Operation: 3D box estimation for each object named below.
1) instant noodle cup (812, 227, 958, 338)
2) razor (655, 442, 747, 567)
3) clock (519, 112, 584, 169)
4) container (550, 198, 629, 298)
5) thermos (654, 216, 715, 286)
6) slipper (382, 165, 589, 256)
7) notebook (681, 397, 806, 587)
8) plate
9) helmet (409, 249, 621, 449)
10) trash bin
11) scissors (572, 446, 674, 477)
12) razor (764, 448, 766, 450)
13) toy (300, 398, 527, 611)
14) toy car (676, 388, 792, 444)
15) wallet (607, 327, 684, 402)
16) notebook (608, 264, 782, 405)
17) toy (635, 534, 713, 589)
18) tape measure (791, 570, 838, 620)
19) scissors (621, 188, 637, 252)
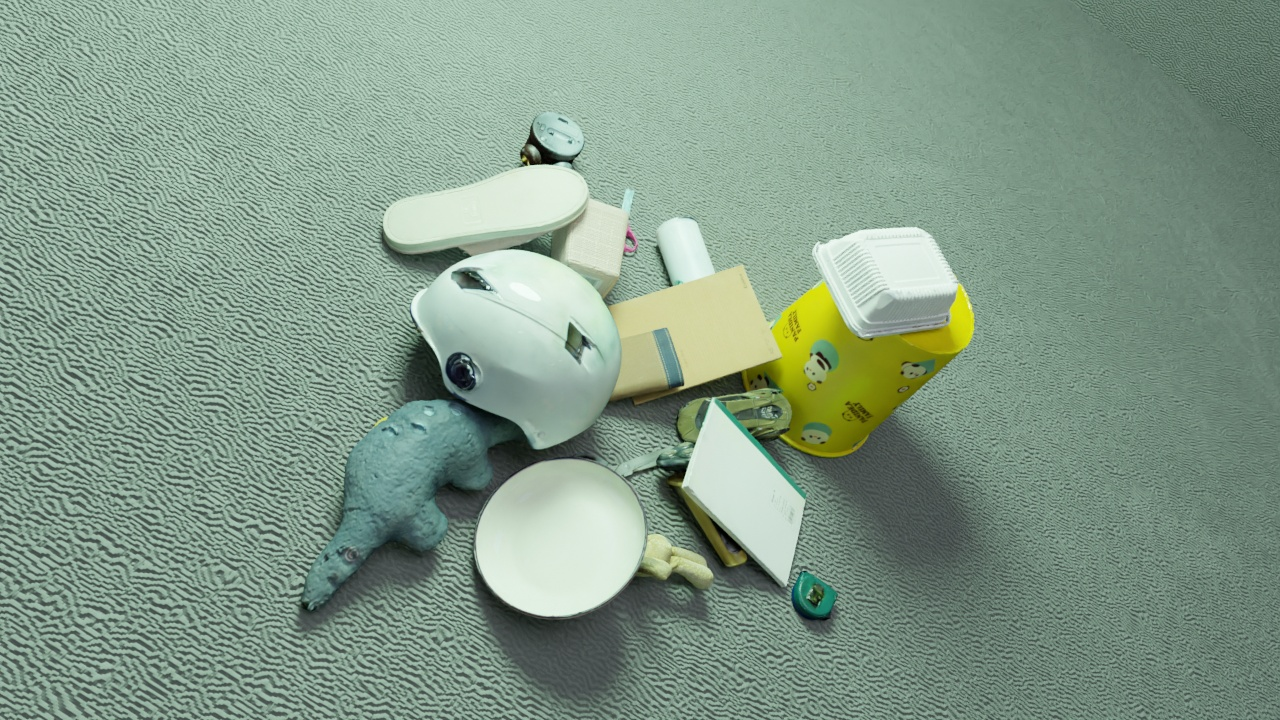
[{"bbox_3d":[0.308,-0.105,1.114,0.173,0.061,0.138,-7,64,-33],"label":"instant noodle cup"},{"bbox_3d":[0.082,0.180,1.144,0.062,0.068,0.167,-22,79,-36],"label":"razor"},{"bbox_3d":[-0.132,-0.309,1.347,0.082,0.055,0.121,23,53,-14],"label":"clock"},{"bbox_3d":[-0.073,-0.148,1.255,0.090,0.090,0.110,16,57,-19],"label":"container"},{"bbox_3d":[0.081,-0.097,1.318,0.073,0.073,0.224,-3,62,-30],"label":"thermos"},{"bbox_3d":[-0.200,-0.190,1.207,0.274,0.054,0.114,-15,63,-12],"label":"slipper"},{"bbox_3d":[0.138,0.166,1.163,0.209,0.012,0.150,46,43,-23],"label":"notebook"},{"bbox_3d":[-0.087,0.199,1.018,0.192,0.039,0.192,-2,55,3],"label":"plate"},{"bbox_3d":[-0.125,-0.040,1.071,0.258,0.146,0.228,43,27,0],"label":"helmet"},{"bbox_3d":[0.300,-0.023,1.264,0.229,0.256,0.229,14,54,-21],"label":"trash bin"},{"bbox_3d":[-0.016,0.143,1.147,0.173,0.014,0.142,22,51,-18],"label":"scissors"},{"bbox_3d":[0.146,0.171,1.208,0.042,0.022,0.142,48,41,-29],"label":"razor"},{"bbox_3d":[-0.241,0.121,0.998,0.355,0.092,0.138,-42,113,-39],"label":"toy"},{"bbox_3d":[0.125,0.079,1.224,0.158,0.042,0.070,-9,75,-12],"label":"toy car"},{"bbox_3d":[-0.007,0.007,1.202,0.115,0.033,0.090,-13,63,-10],"label":"wallet"},{"bbox_3d":[0.068,-0.036,1.248,0.211,0.012,0.149,-17,68,-7],"label":"notebook"},{"bbox_3d":[0.014,0.236,1.076,0.157,0.066,0.105,17,21,-23],"label":"toy"},{"bbox_3d":[0.220,0.300,1.162,0.058,0.025,0.054,37,49,-2],"label":"tape measure"},{"bbox_3d":[-0.021,-0.212,1.372,0.064,0.017,0.135,26,48,-11],"label":"scissors"}]
